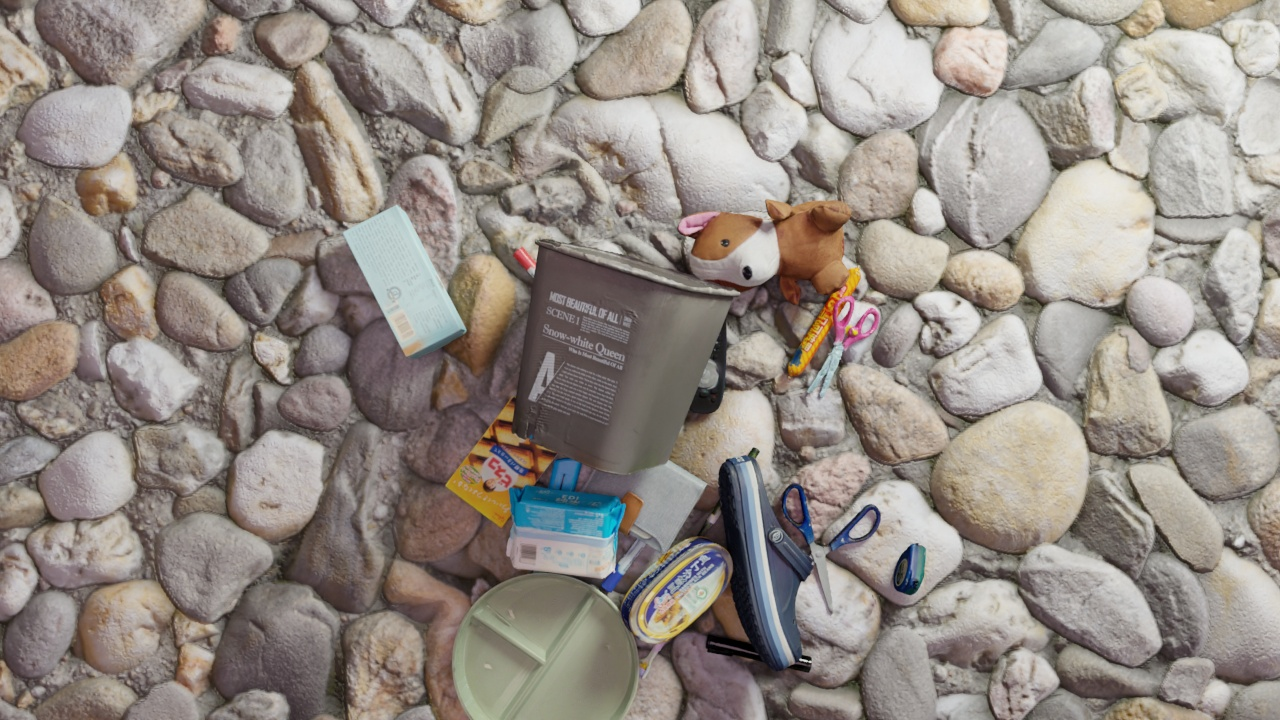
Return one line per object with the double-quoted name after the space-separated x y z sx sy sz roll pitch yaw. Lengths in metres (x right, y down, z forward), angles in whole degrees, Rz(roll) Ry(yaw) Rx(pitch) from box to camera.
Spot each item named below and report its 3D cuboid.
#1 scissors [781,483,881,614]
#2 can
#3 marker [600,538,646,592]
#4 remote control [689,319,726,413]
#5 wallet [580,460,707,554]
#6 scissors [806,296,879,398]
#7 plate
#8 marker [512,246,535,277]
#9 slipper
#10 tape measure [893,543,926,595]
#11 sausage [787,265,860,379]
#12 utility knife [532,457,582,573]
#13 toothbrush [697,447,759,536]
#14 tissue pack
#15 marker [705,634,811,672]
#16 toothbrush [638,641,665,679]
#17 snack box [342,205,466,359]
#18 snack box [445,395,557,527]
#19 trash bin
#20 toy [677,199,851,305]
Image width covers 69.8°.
0.226 0.228 1.139 0.162 0.012 0.176 -24 92 0 "scissors"
0.044 0.272 1.089 0.148 0.049 0.074 -40 95 -12 "can"
0.001 0.224 1.133 0.017 0.017 0.146 37 90 0 "marker"
0.079 -0.003 1.127 0.053 0.024 0.136 2 100 -1 "remote control"
-0.001 0.161 1.113 0.130 0.037 0.106 31 91 13 "wallet"
0.237 -0.017 1.127 0.076 0.017 0.137 34 92 -26 "scissors"
-0.115 0.370 1.120 0.230 0.027 0.230 0 94 3 "plate"
-0.104 -0.081 1.133 0.017 0.017 0.145 -41 90 -1 "marker"
0.154 0.235 1.095 0.095 0.105 0.252 -11 88 -6 "slipper"
0.330 0.258 1.118 0.025 0.055 0.058 18 57 2 "tape measure"
0.227 -0.047 1.133 0.021 0.021 0.165 32 90 -1 "sausage"
-0.109 0.208 1.132 0.034 0.018 0.185 14 91 -1 "utility knife"
0.098 0.189 1.137 0.017 0.012 0.186 32 90 -6 "toothbrush"
-0.090 0.200 1.087 0.140 0.063 0.090 6 104 5 "tissue pack"
0.146 0.362 1.132 0.132 0.022 0.020 13 126 0 "marker"
0.048 0.308 1.133 0.020 0.029 0.189 35 88 -43 "toothbrush"
-0.285 -0.094 1.113 0.074 0.051 0.175 -27 91 -2 "snack box"
-0.162 0.123 1.125 0.087 0.033 0.140 37 91 0 "snack box"
-0.029 -0.006 1.022 0.199 0.198 0.220 20 99 25 "trash bin"
0.147 -0.126 1.090 0.200 0.130 0.140 -3 115 6 "toy"
